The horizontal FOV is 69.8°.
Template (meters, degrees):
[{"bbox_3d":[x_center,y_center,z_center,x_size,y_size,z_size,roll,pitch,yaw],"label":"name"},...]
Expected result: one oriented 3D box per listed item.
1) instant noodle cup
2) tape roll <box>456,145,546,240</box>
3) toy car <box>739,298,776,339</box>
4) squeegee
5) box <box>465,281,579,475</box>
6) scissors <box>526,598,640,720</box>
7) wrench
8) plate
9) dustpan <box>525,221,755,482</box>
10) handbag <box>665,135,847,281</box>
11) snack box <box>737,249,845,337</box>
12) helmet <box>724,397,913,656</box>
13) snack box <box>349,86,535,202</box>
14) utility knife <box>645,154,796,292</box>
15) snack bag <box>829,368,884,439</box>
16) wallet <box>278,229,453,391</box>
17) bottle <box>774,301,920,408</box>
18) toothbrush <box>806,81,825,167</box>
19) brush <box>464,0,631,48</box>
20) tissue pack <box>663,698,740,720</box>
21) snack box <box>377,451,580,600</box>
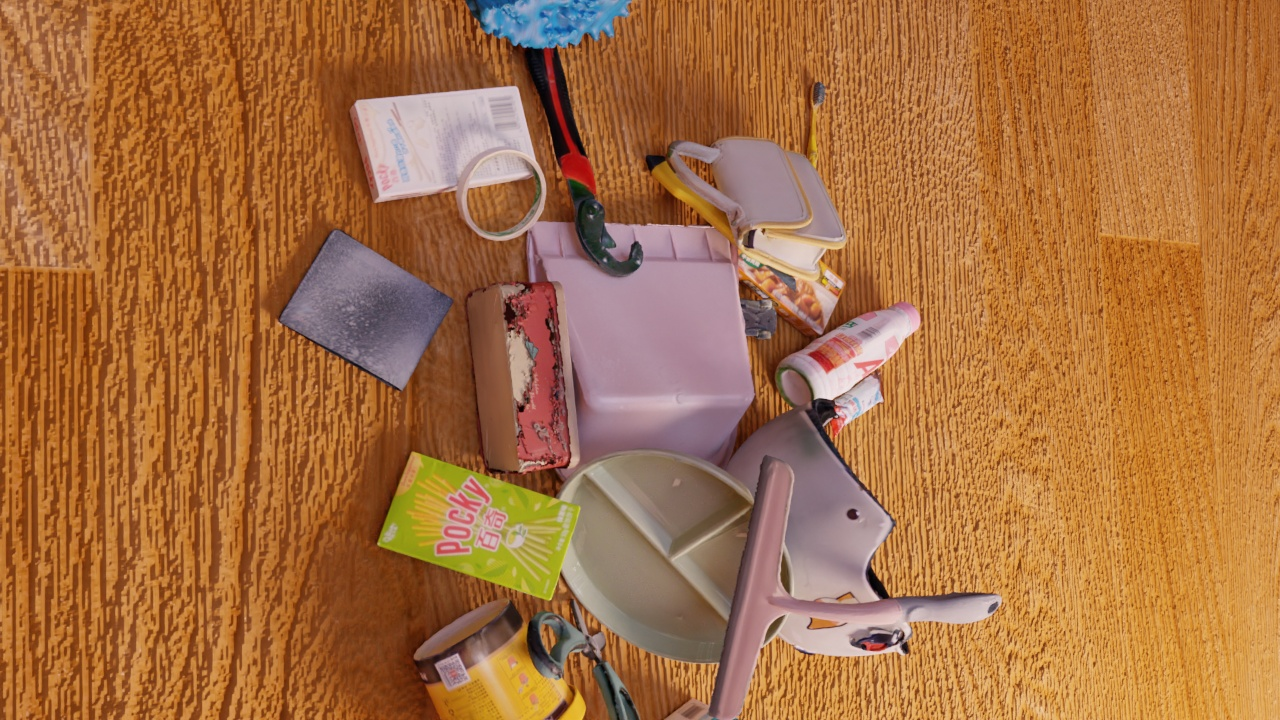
[{"bbox_3d":[-0.125,0.276,0.779,0.118,0.119,0.114,-30,94,-28],"label":"instant noodle cup"},{"bbox_3d":[-0.127,-0.152,0.841,0.085,0.014,0.086,-18,124,-29],"label":"tape roll"},{"bbox_3d":[0.104,-0.045,0.974,0.090,0.034,0.043,4,82,-28],"label":"toy car"},{"bbox_3d":[0.200,0.206,0.770,0.249,0.040,0.248,5,107,-14],"label":"squeegee"},{"bbox_3d":[-0.112,0.016,0.814,0.075,0.091,0.168,-6,89,-34],"label":"box"},{"bbox_3d":[-0.051,0.266,0.794,0.019,0.170,0.181,-36,136,9],"label":"scissors"},{"bbox_3d":[-0.064,-0.206,0.876,0.056,0.016,0.273,-18,84,-27],"label":"wrench"},{"bbox_3d":[0.027,0.175,0.823,0.230,0.231,0.027,60,33,-12],"label":"plate"},{"bbox_3d":[-0.005,0.005,0.906,0.222,0.139,0.273,1,58,-19],"label":"dustpan"},{"bbox_3d":[0.112,-0.172,0.930,0.178,0.063,0.163,15,41,-25],"label":"handbag"},{"bbox_3d":[0.155,-0.098,1.012,0.153,0.026,0.075,36,70,-23],"label":"snack box"},{"bbox_3d":[0.157,0.181,0.899,0.157,0.229,0.274,-17,125,4],"label":"helmet"},{"bbox_3d":[-0.175,-0.198,0.832,0.156,0.027,0.084,-16,95,-29],"label":"snack box"},{"bbox_3d":[0.082,-0.139,0.934,0.209,0.015,0.033,43,48,8],"label":"utility knife"},{"bbox_3d":[0.247,0.049,1.053,0.104,0.026,0.048,-25,111,-28],"label":"snack bag"},{"bbox_3d":[-0.235,-0.044,0.793,0.121,0.019,0.097,33,69,-22],"label":"wallet"},{"bbox_3d":[0.239,-0.011,1.031,0.196,0.068,0.068,-29,101,-30],"label":"bottle"},{"bbox_3d":[0.199,-0.228,1.050,0.016,0.018,0.191,7,83,-27],"label":"toothbrush"},{"bbox_3d":[-0.164,-0.332,0.827,0.313,0.061,0.109,-17,59,-32],"label":"brush"},{"bbox_3d":[0.045,0.388,0.877,0.139,0.090,0.063,-28,100,-28],"label":"tissue pack"},{"bbox_3d":[-0.139,0.144,0.796,0.156,0.026,0.085,19,75,-3],"label":"snack box"}]
